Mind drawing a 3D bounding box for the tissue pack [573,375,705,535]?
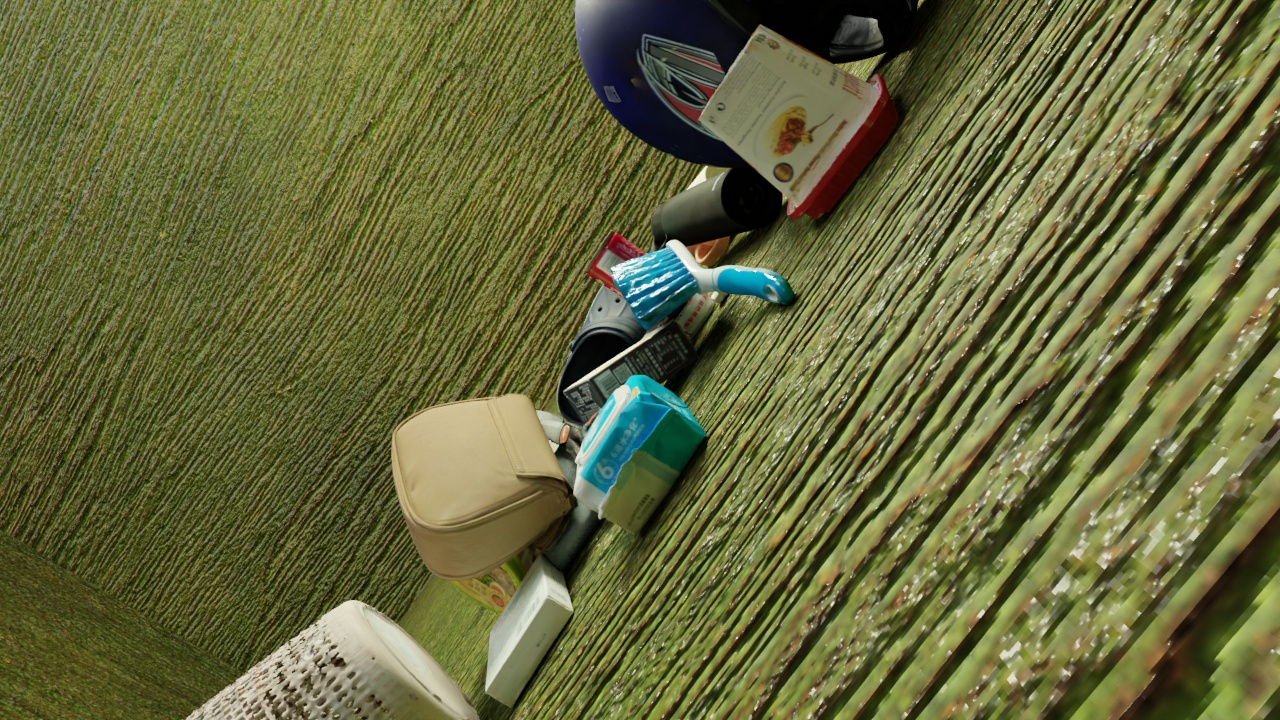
[{"bbox_3d":[-0.005,0.062,0.669,0.090,0.063,0.140,-56,6,4],"label":"tissue pack"}]

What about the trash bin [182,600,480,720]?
[{"bbox_3d":[-0.234,0.297,0.679,0.192,0.227,0.228,-45,3,-14],"label":"trash bin"}]

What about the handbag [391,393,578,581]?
[{"bbox_3d":[-0.146,0.112,0.842,0.147,0.100,0.204,-18,32,-11],"label":"handbag"}]

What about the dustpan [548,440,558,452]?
[{"bbox_3d":[-0.138,0.209,1.236,0.223,0.142,0.257,-56,-23,8],"label":"dustpan"}]

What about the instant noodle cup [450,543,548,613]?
[{"bbox_3d":[-0.130,0.175,0.935,0.123,0.111,0.112,-50,0,-42],"label":"instant noodle cup"}]

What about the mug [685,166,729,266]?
[{"bbox_3d":[0.090,-0.181,1.183,0.106,0.081,0.114,-48,37,46],"label":"mug"}]

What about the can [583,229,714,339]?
[{"bbox_3d":[0.010,-0.078,0.958,0.053,0.132,0.053,-56,6,8],"label":"can"}]

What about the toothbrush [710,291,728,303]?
[{"bbox_3d":[0.079,-0.081,0.997,0.016,0.016,0.180,-60,6,10],"label":"toothbrush"}]

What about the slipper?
[{"bbox_3d":[-0.031,-0.028,1.154,0.253,0.105,0.095,-58,-1,8],"label":"slipper"}]

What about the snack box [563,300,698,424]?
[{"bbox_3d":[-0.005,0.005,0.886,0.125,0.053,0.113,-33,2,-18],"label":"snack box"}]

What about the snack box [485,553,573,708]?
[{"bbox_3d":[-0.092,0.213,0.744,0.084,0.027,0.157,-58,6,-5],"label":"snack box"}]

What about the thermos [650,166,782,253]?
[{"bbox_3d":[0.071,-0.157,1.033,0.090,0.068,0.243,-60,15,-9],"label":"thermos"}]

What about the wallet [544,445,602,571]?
[{"bbox_3d":[-0.066,0.125,0.844,0.097,0.019,0.121,-56,32,0],"label":"wallet"}]

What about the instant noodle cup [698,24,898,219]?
[{"bbox_3d":[0.120,-0.191,0.719,0.117,0.124,0.116,-54,6,28],"label":"instant noodle cup"}]

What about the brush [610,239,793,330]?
[{"bbox_3d":[0.041,-0.062,0.775,0.109,0.060,0.314,-30,16,2],"label":"brush"}]

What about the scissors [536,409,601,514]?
[{"bbox_3d":[-0.066,0.086,0.840,0.236,0.021,0.139,-23,56,57],"label":"scissors"}]

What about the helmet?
[{"bbox_3d":[0.093,-0.299,0.855,0.247,0.315,0.240,-156,80,-71],"label":"helmet"}]
